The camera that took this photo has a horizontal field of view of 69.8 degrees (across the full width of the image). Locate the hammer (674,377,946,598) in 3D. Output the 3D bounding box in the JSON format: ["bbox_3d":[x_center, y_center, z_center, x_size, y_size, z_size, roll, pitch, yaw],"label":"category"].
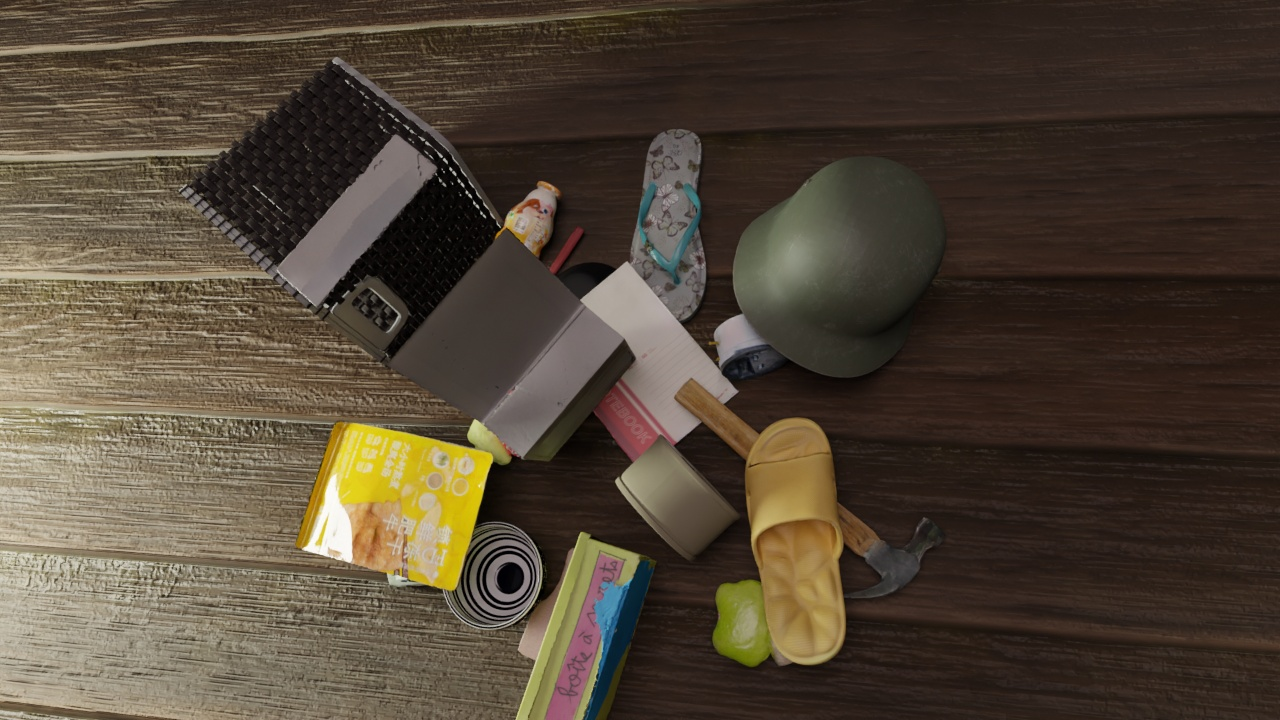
[{"bbox_3d":[0.169,0.137,1.038,0.330,0.033,0.132,40,88,17],"label":"hammer"}]

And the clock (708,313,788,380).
[{"bbox_3d":[0.142,-0.020,1.074,0.118,0.083,0.057,-18,64,8],"label":"clock"}]

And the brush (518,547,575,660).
[{"bbox_3d":[-0.096,0.285,1.075,0.050,0.015,0.135,16,72,17],"label":"brush"}]

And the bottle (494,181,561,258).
[{"bbox_3d":[-0.142,-0.179,1.194,0.063,0.063,0.109,26,80,18],"label":"bottle"}]

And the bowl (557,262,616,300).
[{"bbox_3d":[-0.073,-0.075,1.153,0.124,0.052,0.124,-4,73,12],"label":"bowl"}]

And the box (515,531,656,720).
[{"bbox_3d":[-0.056,0.306,1.002,0.079,0.124,0.220,14,79,14],"label":"box"}]

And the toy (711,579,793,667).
[{"bbox_3d":[0.138,0.289,1.004,0.118,0.043,0.092,3,72,10],"label":"toy"}]

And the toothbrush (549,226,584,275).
[{"bbox_3d":[-0.131,-0.096,1.190,0.016,0.016,0.189,36,82,-23],"label":"toothbrush"}]

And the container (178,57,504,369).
[{"bbox_3d":[-0.355,-0.184,1.151,0.245,0.247,0.243,38,82,20],"label":"container"}]

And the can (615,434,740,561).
[{"bbox_3d":[0.041,0.153,1.021,0.073,0.128,0.128,-44,70,-1],"label":"can"}]

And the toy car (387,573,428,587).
[{"bbox_3d":[-0.258,0.248,1.111,0.105,0.033,0.048,-5,71,10],"label":"toy car"}]

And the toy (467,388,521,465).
[{"bbox_3d":[-0.151,0.074,1.130,0.135,0.045,0.091,-31,72,9],"label":"toy"}]

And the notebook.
[{"bbox_3d":[-0.007,0.006,1.106,0.153,0.012,0.208,-40,86,-3],"label":"notebook"}]

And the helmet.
[{"bbox_3d":[0.244,-0.132,1.016,0.227,0.154,0.267,34,55,2],"label":"helmet"}]

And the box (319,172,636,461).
[{"bbox_3d":[-0.118,-0.004,0.907,0.108,0.418,0.166,39,87,21],"label":"box"}]

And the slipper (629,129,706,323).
[{"bbox_3d":[0.031,-0.179,1.161,0.098,0.055,0.268,-4,72,14],"label":"slipper"}]

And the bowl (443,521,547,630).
[{"bbox_3d":[-0.162,0.252,1.069,0.120,0.066,0.120,-4,73,12],"label":"bowl"}]

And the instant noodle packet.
[{"bbox_3d":[-0.281,0.171,1.088,0.222,0.084,0.162,7,74,29],"label":"instant noodle packet"}]

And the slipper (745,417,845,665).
[{"bbox_3d":[0.163,0.184,0.970,0.099,0.078,0.263,-9,71,13],"label":"slipper"}]
